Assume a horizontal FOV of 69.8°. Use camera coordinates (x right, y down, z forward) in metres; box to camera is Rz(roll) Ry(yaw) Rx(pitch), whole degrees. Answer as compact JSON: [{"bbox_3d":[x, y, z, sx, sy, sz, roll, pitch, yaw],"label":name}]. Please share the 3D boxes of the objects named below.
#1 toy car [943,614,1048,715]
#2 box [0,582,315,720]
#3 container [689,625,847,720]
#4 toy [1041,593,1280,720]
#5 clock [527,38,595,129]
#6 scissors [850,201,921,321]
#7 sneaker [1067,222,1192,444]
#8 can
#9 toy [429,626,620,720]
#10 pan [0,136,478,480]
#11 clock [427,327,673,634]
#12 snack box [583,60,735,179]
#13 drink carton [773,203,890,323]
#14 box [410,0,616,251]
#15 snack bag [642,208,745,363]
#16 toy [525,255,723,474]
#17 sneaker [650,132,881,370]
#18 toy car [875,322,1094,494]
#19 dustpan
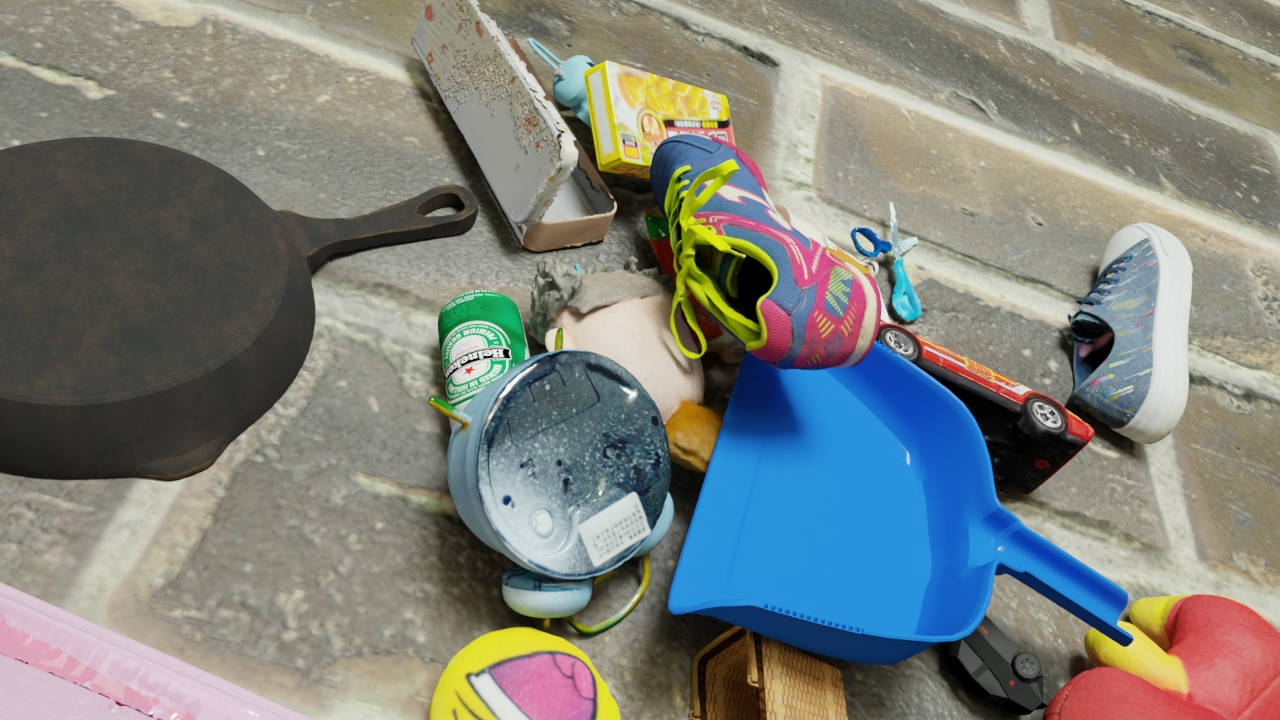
[{"bbox_3d":[0.200,0.173,0.548,0.036,0.042,0.091,-37,72,-14],"label":"toy car"},{"bbox_3d":[-0.193,0.130,0.337,0.233,0.180,0.059,26,66,-4],"label":"box"},{"bbox_3d":[0.067,0.199,0.461,0.061,0.063,0.113,17,49,-19],"label":"container"},{"bbox_3d":[0.314,0.218,0.525,0.215,0.099,0.147,-22,57,-39],"label":"toy"},{"bbox_3d":[-0.042,-0.209,0.726,0.123,0.042,0.087,39,16,-16],"label":"clock"},{"bbox_3d":[0.205,-0.098,0.758,0.110,0.015,0.132,37,46,-28],"label":"scissors"},{"bbox_3d":[0.403,-0.040,0.772,0.079,0.088,0.234,21,52,2],"label":"sneaker"},{"bbox_3d":[-0.091,0.007,0.550,0.053,0.053,0.101,0,54,-22],"label":"can"},{"bbox_3d":[-0.055,0.174,0.442,0.095,0.041,0.094,41,46,16],"label":"toy"},{"bbox_3d":[-0.252,-0.065,0.548,0.355,0.043,0.248,-23,65,-34],"label":"pan"},{"bbox_3d":[-0.038,0.070,0.488,0.117,0.060,0.162,-28,101,-36],"label":"clock"},{"bbox_3d":[0.021,-0.177,0.707,0.152,0.025,0.075,-4,84,-50],"label":"snack box"},{"bbox_3d":[0.146,-0.074,0.711,0.122,0.039,0.069,24,42,-28],"label":"drink carton"},{"bbox_3d":[-0.092,-0.184,0.691,0.107,0.095,0.216,9,44,-52],"label":"box"},{"bbox_3d":[0.053,-0.073,0.672,0.087,0.044,0.155,-4,59,-28],"label":"snack bag"},{"bbox_3d":[-0.003,0.003,0.577,0.132,0.076,0.176,-7,55,-46],"label":"toy"},{"bbox_3d":[0.047,-0.080,0.564,0.091,0.116,0.241,-5,36,-26],"label":"sneaker"},{"bbox_3d":[0.208,0.032,0.634,0.189,0.082,0.056,24,43,-3],"label":"toy car"},{"bbox_3d":[0.165,0.098,0.527,0.257,0.060,0.244,33,43,-8],"label":"dustpan"}]
